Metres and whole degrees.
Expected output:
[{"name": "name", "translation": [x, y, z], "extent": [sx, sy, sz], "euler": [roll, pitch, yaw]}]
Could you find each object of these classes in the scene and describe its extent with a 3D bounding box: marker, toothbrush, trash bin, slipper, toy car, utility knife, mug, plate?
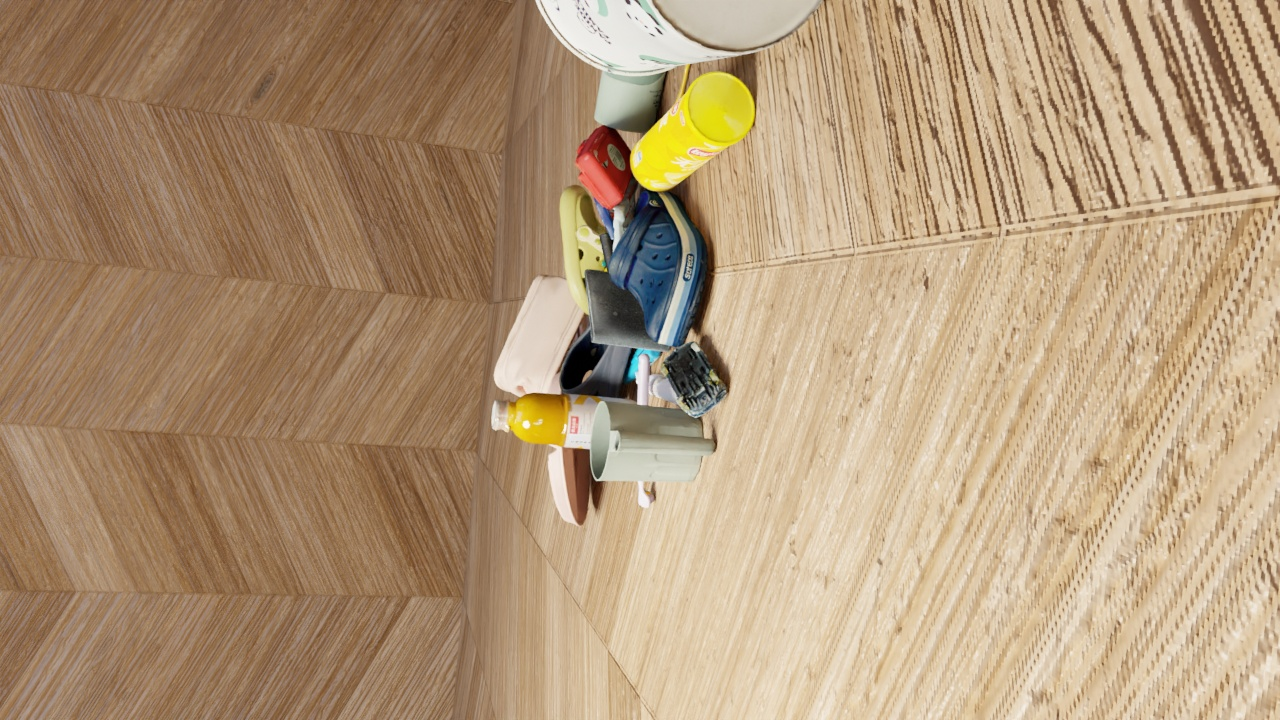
[{"name": "marker", "translation": [-0.035, -0.112, 1.268], "extent": [0.022, 0.020, 0.132], "euler": [22, -124, -81]}, {"name": "toothbrush", "translation": [0.005, 0.082, 1.067], "extent": [0.029, 0.021, 0.189], "euler": [-125, 32, -67]}, {"name": "trash bin", "translation": [0.035, -0.368, 0.810], "extent": [0.252, 0.229, 0.230], "euler": [-135, 52, -64]}, {"name": "slipper", "translation": [-0.065, 0.000, 1.243], "extent": [0.269, 0.083, 0.110], "euler": [110, 164, -55]}, {"name": "slipper", "translation": [0.012, -0.121, 1.036], "extent": [0.252, 0.095, 0.105], "euler": [-99, 18, -51]}, {"name": "toy car", "translation": [0.054, 0.019, 0.928], "extent": [0.049, 0.031, 0.105], "euler": [-35, 33, 6]}, {"name": "toothbrush", "translation": [0.038, -0.297, 1.128], "extent": [0.016, 0.018, 0.192], "euler": [-107, 26, -57]}, {"name": "utility knife", "translation": [-0.007, 0.007, 1.199], "extent": [0.192, 0.018, 0.034], "euler": [134, 138, -68]}, {"name": "toothbrush", "translation": [0.025, 0.030, 1.060], "extent": [0.221, 0.026, 0.026], "euler": [-164, 60, -75]}, {"name": "mug", "translation": [-0.007, -0.368, 1.218], "extent": [0.111, 0.082, 0.106], "euler": [-50, -25, -61]}, {"name": "plate", "translation": [-0.105, 0.125, 1.332], "extent": [0.229, 0.028, 0.229], "euler": [-3, -91, -84]}, {"name": "mug", "translation": [0.011, 0.087, 0.951], "extent": [0.124, 0.103, 0.083], "euler": [169, 106, -73]}, {"name": "slipper", "translation": [-0.065, -0.160, 1.317], "extent": [0.091, 0.082, 0.190], "euler": [-27, -71, -66]}]

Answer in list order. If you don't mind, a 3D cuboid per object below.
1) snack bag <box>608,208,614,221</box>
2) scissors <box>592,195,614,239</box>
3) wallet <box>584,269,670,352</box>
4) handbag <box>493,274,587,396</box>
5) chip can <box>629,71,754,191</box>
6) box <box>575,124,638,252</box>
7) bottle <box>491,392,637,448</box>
[{"name": "snack bag", "translation": [-0.032, -0.251, 1.347], "extent": [0.106, 0.026, 0.045], "euler": [113, 166, -45]}, {"name": "scissors", "translation": [-0.032, -0.161, 1.239], "extent": [0.175, 0.012, 0.162], "euler": [-81, -31, -67]}, {"name": "wallet", "translation": [-0.017, -0.062, 1.108], "extent": [0.019, 0.097, 0.120], "euler": [117, 154, -44]}, {"name": "handbag", "translation": [-0.136, -0.011, 1.458], "extent": [0.234, 0.093, 0.193], "euler": [75, -143, -71]}, {"name": "chip can", "translation": [0.049, -0.237, 0.975], "extent": [0.213, 0.072, 0.072], "euler": [173, 101, -75]}, {"name": "box", "translation": [-0.031, -0.217, 1.182], "extent": [0.200, 0.060, 0.161], "euler": [-79, -29, -64]}, {"name": "bottle", "translation": [-0.091, 0.076, 1.157], "extent": [0.068, 0.189, 0.068], "euler": [-175, 91, -74]}]
